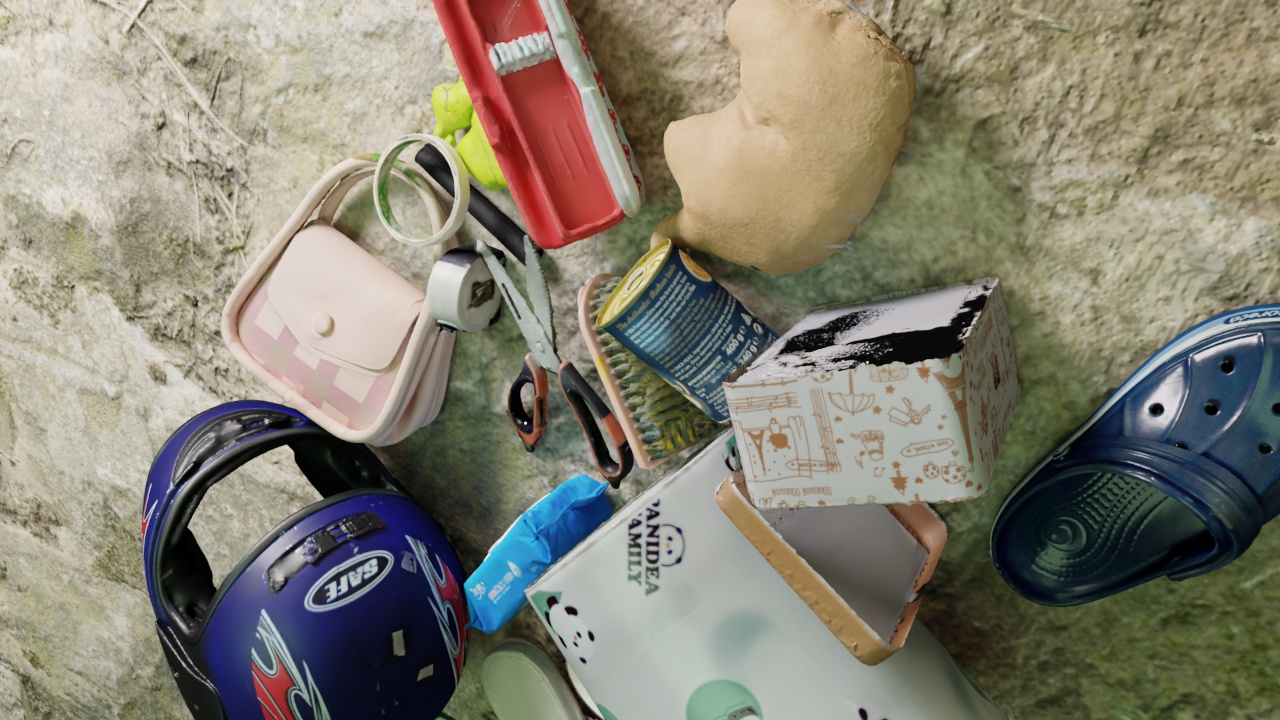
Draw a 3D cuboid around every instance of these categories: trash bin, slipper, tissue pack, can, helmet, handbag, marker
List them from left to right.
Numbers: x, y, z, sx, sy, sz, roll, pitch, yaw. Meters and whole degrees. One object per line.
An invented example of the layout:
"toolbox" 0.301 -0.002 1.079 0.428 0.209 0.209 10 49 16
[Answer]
"helmet" -0.271 0.200 0.781 0.241 0.246 0.316 16 127 42
"handbag" -0.237 -0.062 0.784 0.193 0.093 0.234 34 109 15
"marker" -0.128 -0.124 0.728 0.132 0.020 0.022 43 128 10
"tissue pack" -0.090 0.161 0.765 0.052 0.094 0.158 45 125 10
"slipper" -0.050 0.365 0.839 0.114 0.054 0.274 -31 94 33
"can" 0.036 -0.018 0.622 0.111 0.075 0.075 39 124 -13
"trash bin" 0.070 0.196 0.609 0.252 0.228 0.230 51 123 5
"slipper" 0.298 0.065 0.516 0.105 0.095 0.254 46 126 4

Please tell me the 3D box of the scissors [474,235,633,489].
"scissors" -0.071 0.009 0.713 0.189 0.015 0.226 40 140 13

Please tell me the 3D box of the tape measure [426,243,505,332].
"tape measure" -0.138 -0.056 0.729 0.034 0.065 0.066 16 114 22

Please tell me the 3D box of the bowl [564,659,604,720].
"bowl" 0.003 0.241 0.758 0.117 0.066 0.116 10 112 25

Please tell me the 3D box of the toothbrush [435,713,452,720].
"toothbrush" -0.192 0.384 0.946 0.192 0.018 0.016 25 117 20

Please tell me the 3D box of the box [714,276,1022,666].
"box" 0.144 0.068 0.549 0.155 0.182 0.185 -10 102 32

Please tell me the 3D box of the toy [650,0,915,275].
"toy" 0.079 -0.117 0.585 0.143 0.082 0.227 43 127 17

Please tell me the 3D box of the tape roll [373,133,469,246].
"tape roll" -0.170 -0.131 0.710 0.086 0.013 0.086 4 99 26

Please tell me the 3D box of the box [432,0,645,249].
"box" -0.063 -0.183 0.620 0.095 0.101 0.201 -24 96 -11

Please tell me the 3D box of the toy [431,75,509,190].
"toy" -0.117 -0.172 0.697 0.097 0.031 0.100 -18 94 33

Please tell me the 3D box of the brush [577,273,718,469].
"brush" -0.004 0.004 0.683 0.073 0.063 0.145 -18 98 63
